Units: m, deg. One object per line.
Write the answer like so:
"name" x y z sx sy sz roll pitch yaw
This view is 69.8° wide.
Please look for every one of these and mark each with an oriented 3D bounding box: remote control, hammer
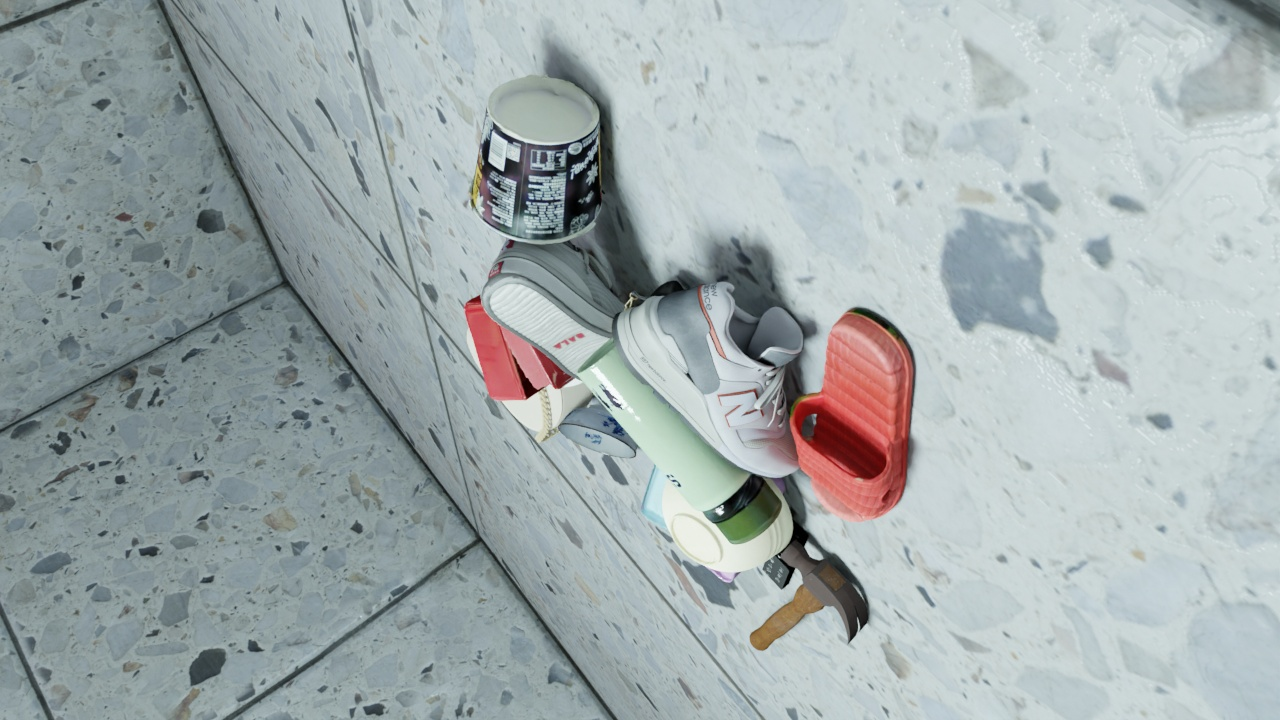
"remote control" 0.165 0.223 1.059 0.034 0.013 0.150 46 156 25
"hammer" 0.181 0.303 1.091 0.115 0.033 0.324 44 155 15

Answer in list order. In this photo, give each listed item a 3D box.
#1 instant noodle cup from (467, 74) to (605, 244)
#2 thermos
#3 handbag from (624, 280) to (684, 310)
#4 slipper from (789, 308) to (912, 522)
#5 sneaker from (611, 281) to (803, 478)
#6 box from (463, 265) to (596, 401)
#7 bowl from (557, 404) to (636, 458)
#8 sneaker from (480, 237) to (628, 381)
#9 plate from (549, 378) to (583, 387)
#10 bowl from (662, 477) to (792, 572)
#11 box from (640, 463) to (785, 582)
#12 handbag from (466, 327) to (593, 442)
"instant noodle cup" -0.096 -0.197 0.882 0.137 0.137 0.112 46 147 25
"thermos" 0.044 0.072 0.876 0.231 0.082 0.082 49 160 -8
"handbag" 0.031 -0.017 0.908 0.128 0.079 0.054 58 -160 -7
"slipper" 0.171 0.066 0.770 0.103 0.059 0.249 42 153 33
"sneaker" 0.096 0.014 0.809 0.239 0.088 0.125 37 130 -26
"box" -0.114 -0.039 1.055 0.111 0.157 0.134 -14 104 40
"bowl" -0.052 0.092 1.264 0.114 0.045 0.114 18 161 6
"sneaker" -0.061 -0.063 0.974 0.263 0.097 0.128 33 -138 -41
"plate" -0.127 -0.050 1.169 0.189 0.016 0.189 15 119 28
"bowl" 0.079 0.169 0.980 0.151 0.075 0.151 27 137 28
"box" 0.077 0.160 1.061 0.151 0.034 0.215 34 141 16
"handbag" -0.153 -0.007 1.315 0.208 0.103 0.211 55 148 7
